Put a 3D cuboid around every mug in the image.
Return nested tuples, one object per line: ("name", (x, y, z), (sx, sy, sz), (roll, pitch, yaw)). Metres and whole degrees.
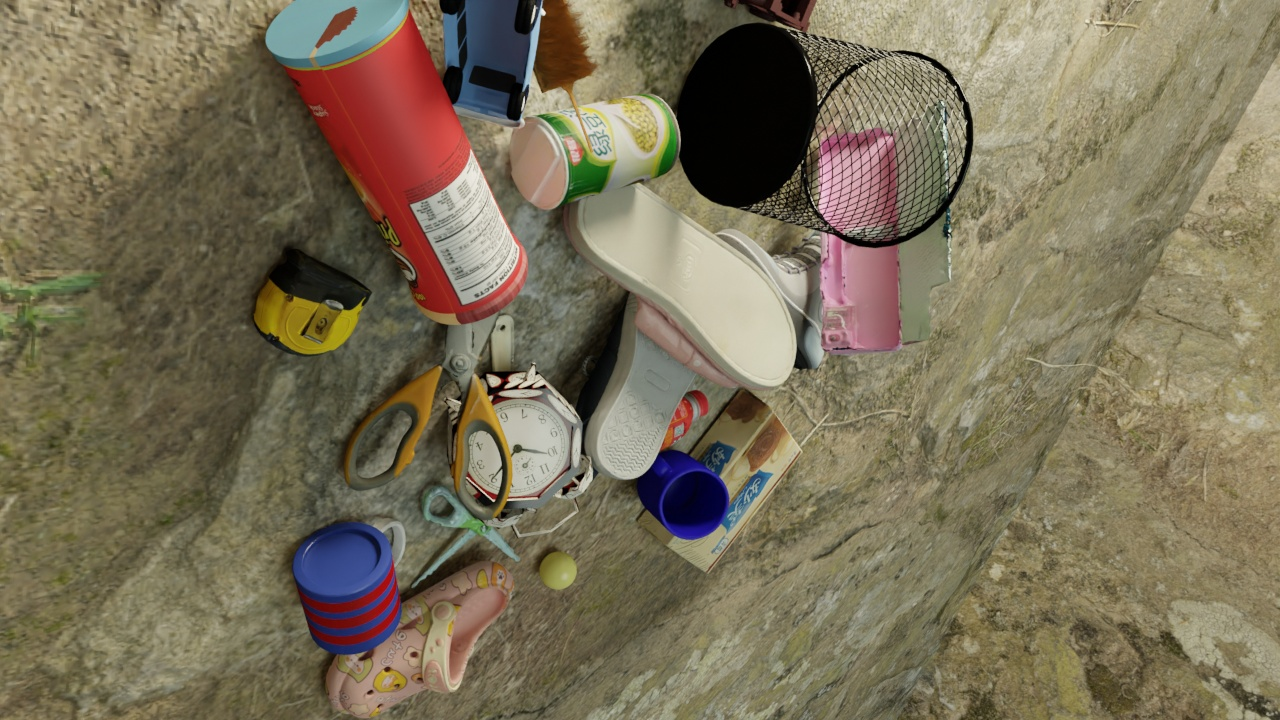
("mug", (0.036, 0.135, 1.009), (0.079, 0.083, 0.111), (-42, 107, -7))
("mug", (-0.228, 0.173, 0.754), (0.111, 0.075, 0.076), (-57, 157, -48))

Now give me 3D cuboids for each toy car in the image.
("toy car", (0.099, -0.311, 0.732), (0.169, 0.062, 0.070), (-1, 119, -50))
("toy car", (-0.091, -0.200, 0.560), (0.154, 0.056, 0.054), (118, -16, -67))

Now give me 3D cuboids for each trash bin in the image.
("trash bin", (0.154, -0.198, 0.805), (0.209, 0.184, 0.184), (-2, 120, -43))

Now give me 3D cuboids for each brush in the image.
("brush", (-0.053, -0.208, 0.623), (0.048, 0.017, 0.126), (-31, 110, -31))
("brush", (-0.122, 0.052, 0.822), (0.033, 0.012, 0.218), (-25, 135, -36))

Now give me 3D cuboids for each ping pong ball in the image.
("ping pong ball", (-0.088, 0.225, 0.985), (0.040, 0.040, 0.040), (-31, 139, -31))

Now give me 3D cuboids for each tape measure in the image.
("tape measure", (-0.218, -0.033, 0.609), (0.064, 0.037, 0.065), (-56, 146, 1))

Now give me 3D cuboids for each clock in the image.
("clock", (-0.103, 0.081, 0.788), (0.114, 0.065, 0.155), (-22, 113, -9))

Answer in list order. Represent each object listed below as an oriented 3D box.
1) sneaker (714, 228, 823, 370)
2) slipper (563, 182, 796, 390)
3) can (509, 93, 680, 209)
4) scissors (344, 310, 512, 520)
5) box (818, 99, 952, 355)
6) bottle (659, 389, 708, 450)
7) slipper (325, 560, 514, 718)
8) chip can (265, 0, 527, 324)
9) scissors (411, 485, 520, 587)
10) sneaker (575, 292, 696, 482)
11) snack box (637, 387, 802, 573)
("sneaker", (0.156, -0.103, 0.971), (0.160, 0.093, 0.256), (-59, 146, -10))
("slipper", (0.037, -0.064, 0.806), (0.274, 0.055, 0.114), (38, 63, -28))
("can", (-0.034, -0.160, 0.696), (0.120, 0.067, 0.067), (-24, 135, -37))
("scissors", (-0.135, 0.024, 0.717), (0.175, 0.016, 0.225), (32, 94, -13))
("box", (0.248, -0.125, 0.907), (0.061, 0.161, 0.230), (8, 79, -40))
("bottle", (0.015, 0.063, 0.951), (0.137, 0.062, 0.062), (-18, 132, -41))
("slipper", (-0.193, 0.267, 0.851), (0.197, 0.081, 0.093), (-35, 140, -19))
("chip can", (-0.144, -0.123, 0.580), (0.087, 0.087, 0.213), (-42, 143, -18))
("scissors", (-0.150, 0.155, 0.861), (0.171, 0.021, 0.173), (-41, 146, -8))
("sneaker", (-0.005, 0.005, 0.861), (0.089, 0.087, 0.235), (29, 74, -27))
("snack box", (0.105, 0.154, 1.145), (0.207, 0.055, 0.153), (-51, 146, -5))
